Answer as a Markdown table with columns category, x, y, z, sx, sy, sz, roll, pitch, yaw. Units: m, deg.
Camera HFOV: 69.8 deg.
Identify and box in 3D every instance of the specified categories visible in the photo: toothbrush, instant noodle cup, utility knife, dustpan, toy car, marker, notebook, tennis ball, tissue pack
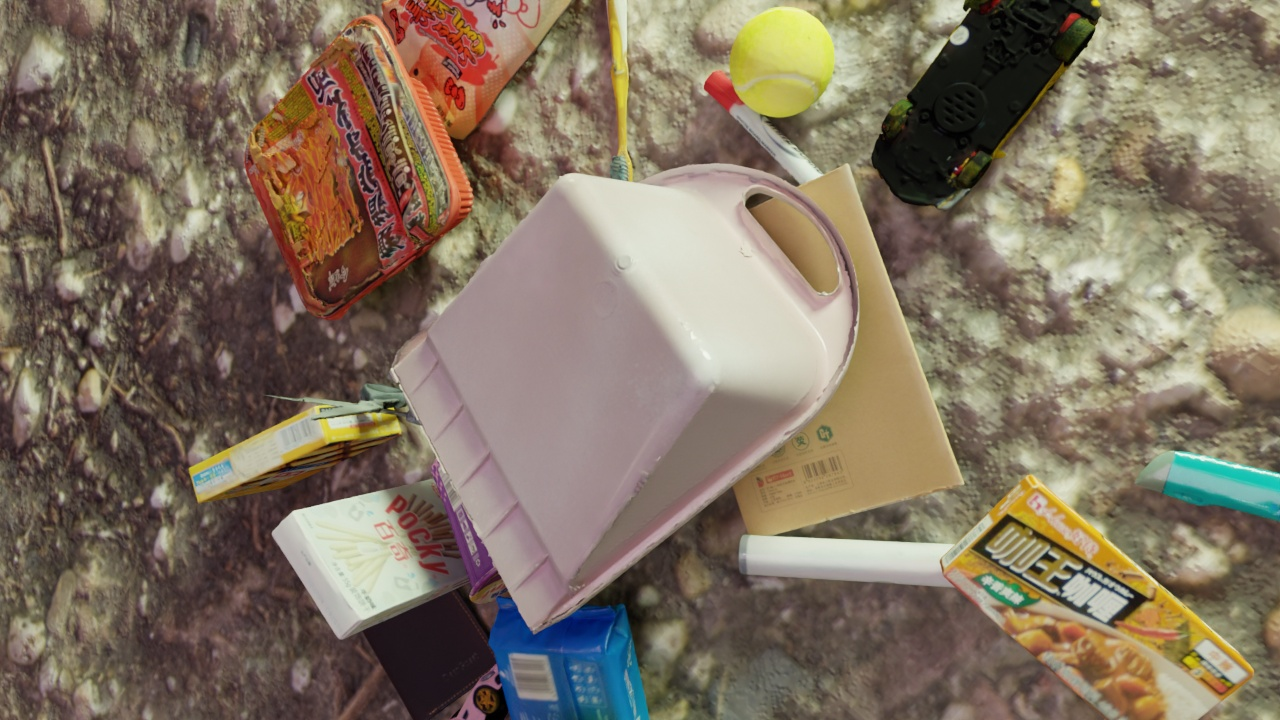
| category | x | y | z | sx | sy | sz | roll | pitch | yaw |
| --- | --- | --- | --- | --- | --- | --- | --- | --- | --- |
| toothbrush | 0.170 | 0.125 | 0.566 | 0.221 | 0.026 | 0.026 | -1 | 103 | 20 |
| instant noodle cup | -0.202 | -0.134 | 0.678 | 0.189 | 0.079 | 0.164 | -28 | 82 | 33 |
| toothbrush | -0.017 | -0.209 | 0.642 | 0.016 | 0.018 | 0.191 | -2 | 90 | 21 |
| utility knife | 0.377 | 0.084 | 0.486 | 0.206 | 0.013 | 0.029 | 15 | 95 | 24 |
| dustpan | -0.003 | 0.003 | 0.577 | 0.274 | 0.138 | 0.222 | -48 | 61 | 30 |
| instant noodle cup | -0.087 | 0.098 | 0.637 | 0.112 | 0.111 | 0.099 | -39 | 67 | 19 |
| toy car | -0.120 | 0.265 | 0.675 | 0.037 | 0.056 | 0.122 | 31 | 104 | 17 |
| marker | 0.094 | -0.136 | 0.599 | 0.017 | 0.017 | 0.145 | -46 | 75 | 17 |
| toy car | 0.199 | -0.160 | 0.540 | 0.071 | 0.041 | 0.156 | 39 | 103 | 17 |
| notebook | 0.101 | 0.000 | 0.591 | 0.148 | 0.008 | 0.207 | -22 | 82 | 30 |
| tennis ball | 0.088 | -0.186 | 0.574 | 0.066 | 0.065 | 0.065 | 0 | 91 | 23 |
| tissue pack | -0.044 | 0.229 | 0.632 | 0.095 | 0.052 | 0.157 | -2 | 112 | 21 |

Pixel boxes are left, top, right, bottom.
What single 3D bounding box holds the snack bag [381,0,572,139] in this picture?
| category | x | y | z | sx | sy | sz | roll | pitch | yaw |
| --- | --- | --- | --- | --- | --- | --- | --- | --- | --- |
| snack bag | -0.103 | -0.274 | 0.659 | 0.208 | 0.073 | 0.128 | -39 | 77 | 27 |

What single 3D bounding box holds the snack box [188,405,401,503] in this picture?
| category | x | y | z | sx | sy | sz | roll | pitch | yaw |
| --- | --- | --- | --- | --- | --- | --- | --- | --- | --- |
| snack box | -0.269 | 0.071 | 0.717 | 0.141 | 0.086 | 0.033 | -21 | 82 | 21 |

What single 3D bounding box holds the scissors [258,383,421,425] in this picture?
| category | x | y | z | sx | sy | sz | roll | pitch | yaw |
| --- | --- | --- | --- | --- | --- | --- | --- | --- | --- |
| scissors | -0.187 | 0.034 | 0.648 | 0.159 | 0.174 | 0.014 | 15 | 94 | -22 |

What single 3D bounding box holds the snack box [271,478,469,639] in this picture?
| category | x | y | z | sx | sy | sz | roll | pitch | yaw |
| --- | --- | --- | --- | --- | --- | --- | --- | --- | --- |
| snack box | -0.174 | 0.132 | 0.641 | 0.027 | 0.156 | 0.084 | -43 | 76 | 17 |

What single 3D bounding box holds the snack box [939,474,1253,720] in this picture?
| category | x | y | z | sx | sy | sz | roll | pitch | yaw |
| --- | --- | --- | --- | --- | --- | --- | --- | --- | --- |
| snack box | 0.253 | 0.142 | 0.517 | 0.154 | 0.026 | 0.075 | 41 | 106 | 4 |

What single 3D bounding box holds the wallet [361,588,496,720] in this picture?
| category | x | y | z | sx | sy | sz | roll | pitch | yaw |
| --- | --- | --- | --- | --- | --- | --- | --- | --- | --- |
| wallet | -0.171 | 0.210 | 0.717 | 0.096 | 0.020 | 0.122 | -39 | 79 | 18 |
